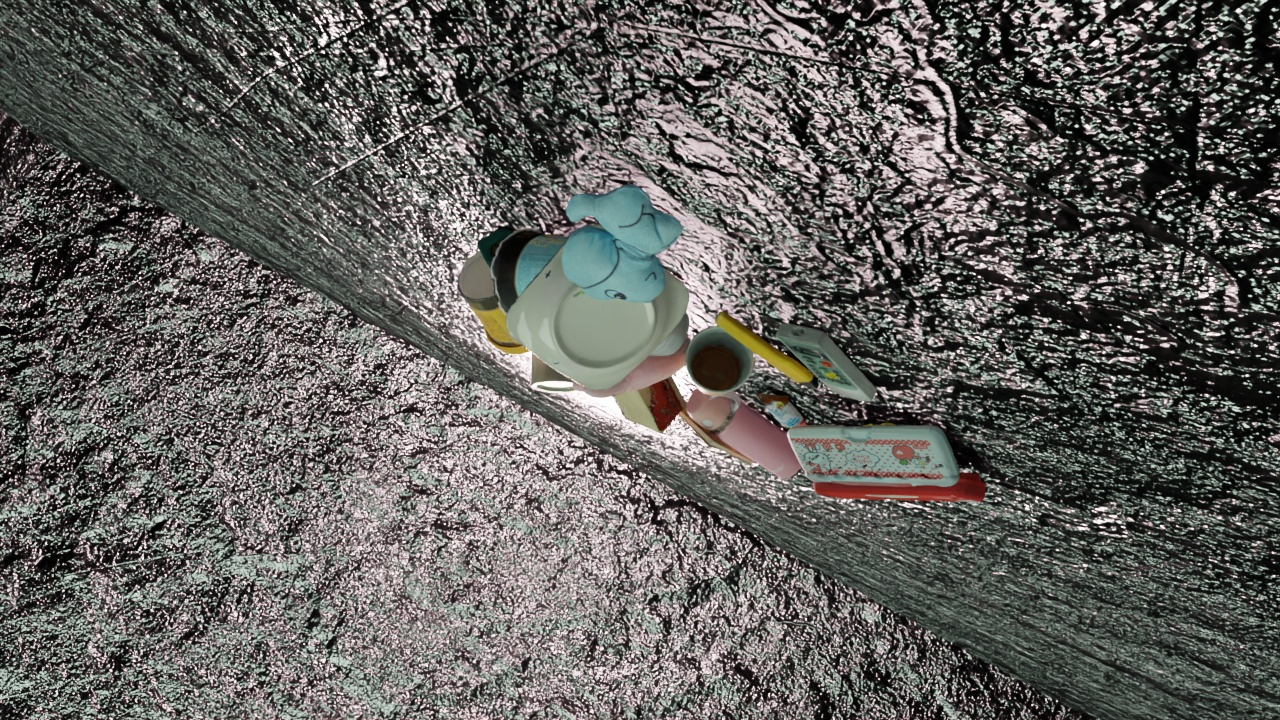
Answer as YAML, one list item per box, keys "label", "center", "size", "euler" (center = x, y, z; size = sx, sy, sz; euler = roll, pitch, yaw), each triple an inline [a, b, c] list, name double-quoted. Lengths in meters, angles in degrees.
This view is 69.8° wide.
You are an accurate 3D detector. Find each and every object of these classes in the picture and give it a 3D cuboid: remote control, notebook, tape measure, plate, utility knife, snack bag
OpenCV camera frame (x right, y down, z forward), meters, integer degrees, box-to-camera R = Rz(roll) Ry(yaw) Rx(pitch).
- label: "remote control"
  center: [0.196, 0.004, 0.962]
  size: [0.056, 0.019, 0.135]
  euler: [17, 164, 45]
- label: "notebook"
  center: [0.097, 0.101, 1.467]
  size: [0.149, 0.012, 0.211]
  euler: [44, -174, 27]
- label: "tape measure"
  center: [-0.172, -0.137, 1.136]
  size: [0.058, 0.054, 0.025]
  euler: [59, -174, 25]
- label: "plate"
  center: [-0.041, -0.045, 0.968]
  size: [0.164, 0.164, 0.034]
  euler: [34, -163, -30]
- label: "utility knife"
  center: [0.143, -0.012, 1.032]
  size: [0.153, 0.015, 0.033]
  euler: [34, 161, -21]
- label: "snack bag"
  center: [0.195, 0.070, 1.244]
  size: [0.048, 0.026, 0.104]
  euler: [7, 159, 31]

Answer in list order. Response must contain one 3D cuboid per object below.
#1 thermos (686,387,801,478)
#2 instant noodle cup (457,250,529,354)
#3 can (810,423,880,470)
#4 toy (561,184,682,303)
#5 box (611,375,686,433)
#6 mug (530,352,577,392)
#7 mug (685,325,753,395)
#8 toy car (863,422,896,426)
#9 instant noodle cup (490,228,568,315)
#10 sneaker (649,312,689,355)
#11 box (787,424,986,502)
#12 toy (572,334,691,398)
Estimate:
- label: "thermos"
  center: [0.165, 0.102, 1.379]
  size: [0.198, 0.067, 0.087]
  euler: [35, 140, -23]
- label: "instant noodle cup"
  center: [-0.179, -0.087, 1.241]
  size: [0.118, 0.118, 0.114]
  euler: [21, 160, 35]
- label: "can"
  center: [0.279, 0.131, 1.204]
  size: [0.094, 0.066, 0.066]
  euler: [29, 169, -2]
- label: "toy"
  center: [-0.023, -0.101, 0.865]
  size: [0.157, 0.049, 0.161]
  euler: [-20, 142, 39]
- label: "box"
  center: [-0.010, 0.030, 1.312]
  size: [0.091, 0.077, 0.168]
  euler: [18, 148, 43]
- label: "mug"
  center: [-0.100, -0.008, 1.325]
  size: [0.123, 0.103, 0.084]
  euler: [12, 162, -36]
- label: "mug"
  center: [0.092, 0.006, 1.103]
  size: [0.078, 0.078, 0.123]
  euler: [28, 174, 5]
- label: "toy car"
  center: [0.290, 0.094, 1.105]
  size: [0.048, 0.032, 0.105]
  euler: [26, 158, -15]
- label: "instant noodle cup"
  center: [-0.088, -0.094, 1.030]
  size: [0.121, 0.111, 0.111]
  euler: [5, 156, 43]
- label: "sneaker"
  center: [-0.048, -0.054, 1.110]
  size: [0.090, 0.089, 0.243]
  euler: [26, 170, -34]
- label: "box"
  center: [0.284, 0.128, 1.077]
  size: [0.202, 0.065, 0.160]
  euler: [-5, 144, 43]
- label: "toy"
  center: [-0.007, 0.007, 1.153]
  size: [0.054, 0.159, 0.121]
  euler: [69, 165, -14]
